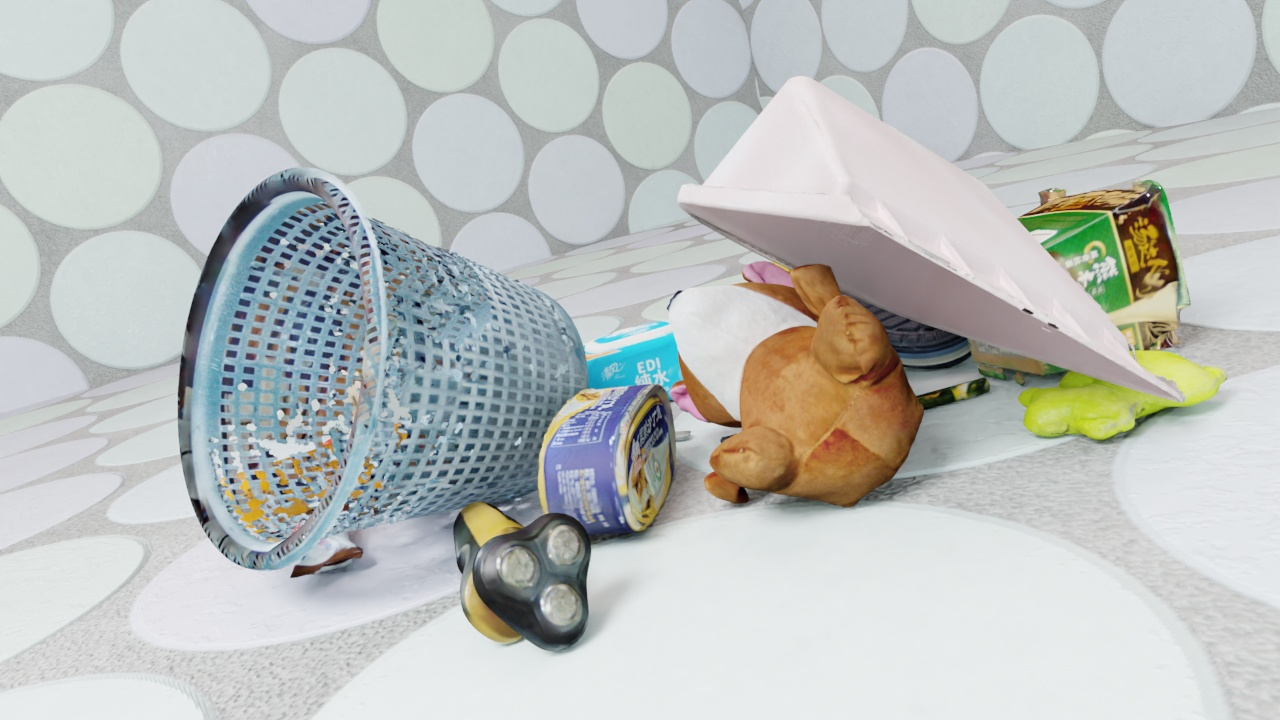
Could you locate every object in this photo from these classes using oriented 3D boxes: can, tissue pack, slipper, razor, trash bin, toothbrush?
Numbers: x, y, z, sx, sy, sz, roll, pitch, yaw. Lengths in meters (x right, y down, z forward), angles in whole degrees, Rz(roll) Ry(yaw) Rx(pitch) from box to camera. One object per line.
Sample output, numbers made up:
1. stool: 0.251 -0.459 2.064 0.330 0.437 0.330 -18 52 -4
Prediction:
1. can: -0.236 0.094 0.673 0.145 0.058 0.058 -18 12 -18
2. tissue pack: -0.005 0.005 0.817 0.140 0.063 0.090 -16 12 -11
3. slipper: 0.210 -0.058 0.786 0.105 0.095 0.252 -26 31 10
4. razor: -0.068 0.099 0.476 0.067 0.062 0.168 -50 15 -11
5. can: -0.015 0.057 0.553 0.049 0.074 0.148 -7 11 14
6. trash bin: -0.148 0.012 0.583 0.227 0.226 0.194 -3 -8 42
7. toothbrush: 0.142 0.036 0.607 0.186 0.017 0.012 -14 5 -4

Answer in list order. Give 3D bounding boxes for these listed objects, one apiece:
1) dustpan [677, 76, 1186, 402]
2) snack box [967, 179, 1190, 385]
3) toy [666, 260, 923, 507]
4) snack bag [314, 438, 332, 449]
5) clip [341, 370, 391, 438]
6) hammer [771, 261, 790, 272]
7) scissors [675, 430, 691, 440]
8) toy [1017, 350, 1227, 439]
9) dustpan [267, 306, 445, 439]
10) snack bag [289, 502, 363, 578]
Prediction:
1. dustpan: 0.135 -0.047 0.540 0.139 0.222 0.272 -53 25 29
2. snack box: 0.281 -0.050 0.625 0.105 0.117 0.118 -21 10 -11
3. toy: 0.071 0.005 0.538 0.140 0.130 0.199 -50 17 9
4. snack bag: -0.266 0.091 0.746 0.104 0.026 0.048 -40 -10 36
5. clip: -0.230 0.062 0.769 0.035 0.101 0.096 -12 38 2
6. hammer: 0.124 -0.020 0.701 0.033 0.129 0.300 27 10 -13
7. scissors: -0.037 0.062 0.717 0.175 0.012 0.105 -12 12 0
8. toy: 0.268 0.017 0.518 0.099 0.031 0.097 -28 20 -38
9. dustpan: -0.289 -0.010 1.038 0.258 0.143 0.222 -1 17 43
10. snack bag: -0.207 0.119 0.601 0.045 0.026 0.105 -14 13 -19
